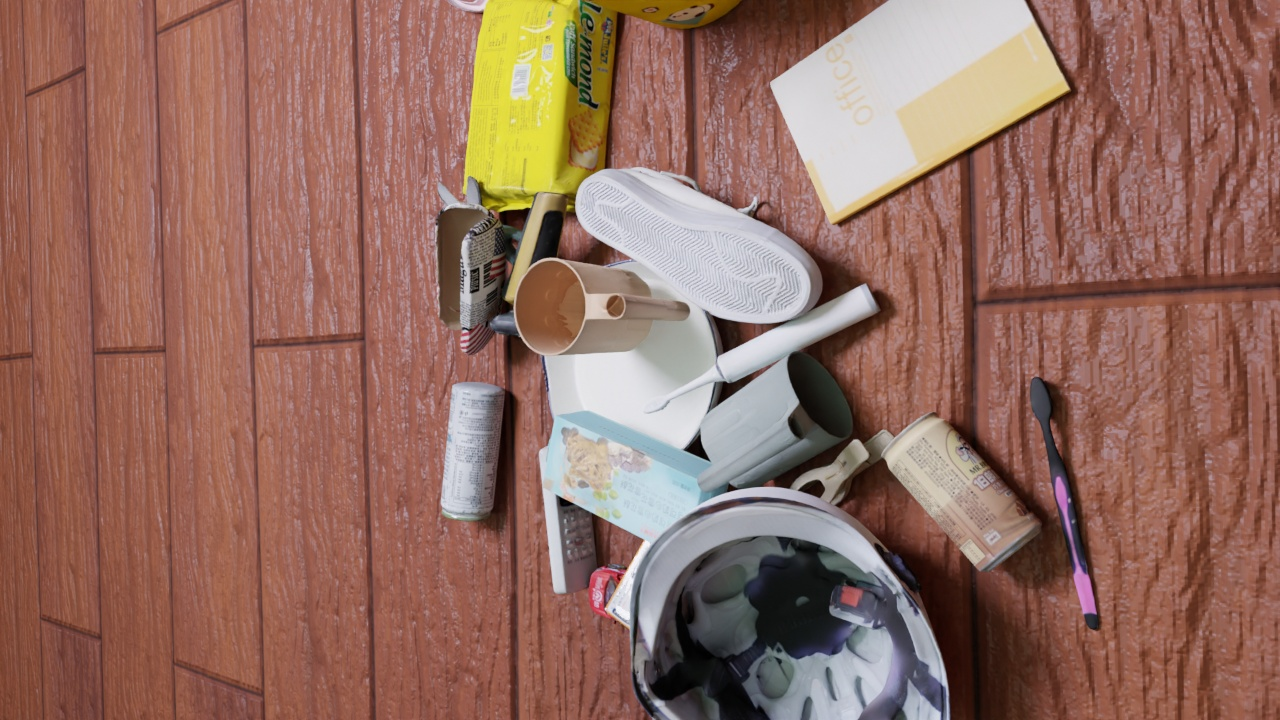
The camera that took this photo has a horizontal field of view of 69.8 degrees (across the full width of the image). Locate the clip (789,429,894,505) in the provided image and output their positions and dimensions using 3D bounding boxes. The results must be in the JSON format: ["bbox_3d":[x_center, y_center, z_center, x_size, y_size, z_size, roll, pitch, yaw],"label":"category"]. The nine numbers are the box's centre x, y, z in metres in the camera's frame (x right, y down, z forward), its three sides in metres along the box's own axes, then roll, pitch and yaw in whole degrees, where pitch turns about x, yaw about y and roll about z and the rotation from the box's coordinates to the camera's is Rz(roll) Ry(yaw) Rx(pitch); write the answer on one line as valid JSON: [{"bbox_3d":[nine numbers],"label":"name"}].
[{"bbox_3d":[0.163,0.096,0.763,0.099,0.066,0.034,-49,64,39],"label":"clip"}]

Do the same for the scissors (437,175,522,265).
[{"bbox_3d":[-0.153,-0.109,0.977,0.181,0.019,0.171,25,131,19],"label":"scissors"}]

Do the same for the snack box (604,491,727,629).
[{"bbox_3d":[0.036,0.183,0.839,0.075,0.026,0.153,28,86,33],"label":"snack box"}]

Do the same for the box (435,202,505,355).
[{"bbox_3d":[-0.170,-0.077,0.940,0.087,0.076,0.163,-108,23,-47],"label":"box"}]

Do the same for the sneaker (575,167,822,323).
[{"bbox_3d":[0.060,-0.108,0.815,0.242,0.090,0.090,30,124,25],"label":"sneaker"}]

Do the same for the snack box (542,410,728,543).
[{"bbox_3d":[-0.007,0.108,0.830,0.175,0.051,0.074,21,106,33],"label":"snack box"}]

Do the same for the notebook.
[{"bbox_3d":[0.215,-0.222,0.742,0.207,0.010,0.145,-28,75,33],"label":"notebook"}]

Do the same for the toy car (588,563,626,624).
[{"bbox_3d":[-0.002,0.233,0.890,0.121,0.045,0.053,4,92,38],"label":"toy car"}]

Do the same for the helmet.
[{"bbox_3d":[0.115,0.206,0.727,0.229,0.145,0.258,-32,93,17],"label":"helmet"}]

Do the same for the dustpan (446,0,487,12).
[{"bbox_3d":[-0.140,-0.526,0.995,0.273,0.139,0.222,-40,64,-1],"label":"dustpan"}]

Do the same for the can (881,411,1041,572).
[{"bbox_3d":[0.243,0.099,0.699,0.059,0.058,0.116,-50,64,26],"label":"can"}]

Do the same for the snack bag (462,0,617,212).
[{"bbox_3d":[-0.108,-0.267,0.941,0.158,0.068,0.246,9,95,35],"label":"snack bag"}]

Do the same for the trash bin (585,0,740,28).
[{"bbox_3d":[-0.021,-0.401,0.758,0.230,0.254,0.229,1,92,36],"label":"trash bin"}]

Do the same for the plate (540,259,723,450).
[{"bbox_3d":[-0.005,0.005,0.886,0.205,0.045,0.205,0,91,37],"label":"plate"}]

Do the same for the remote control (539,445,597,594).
[{"bbox_3d":[-0.071,0.158,0.929,0.021,0.058,0.150,-8,87,33],"label":"remote control"}]

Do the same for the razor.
[{"bbox_3d":[-0.103,-0.092,0.910,0.067,0.062,0.168,57,137,46],"label":"razor"}]

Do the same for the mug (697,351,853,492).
[{"bbox_3d":[0.105,0.059,0.762,0.104,0.123,0.083,-37,89,33],"label":"mug"}]

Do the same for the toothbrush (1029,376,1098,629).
[{"bbox_3d":[0.314,0.104,0.678,0.014,0.017,0.189,-14,86,36],"label":"toothbrush"}]

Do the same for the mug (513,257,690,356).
[{"bbox_3d":[-0.032,-0.046,0.812,0.125,0.103,0.084,1,91,36],"label":"mug"}]

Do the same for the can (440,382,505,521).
[{"bbox_3d":[-0.185,0.099,1.010,0.058,0.058,0.147,11,98,35],"label":"can"}]

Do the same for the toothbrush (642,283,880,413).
[{"bbox_3d":[0.098,-0.004,0.784,0.221,0.026,0.026,-27,71,16],"label":"toothbrush"}]
